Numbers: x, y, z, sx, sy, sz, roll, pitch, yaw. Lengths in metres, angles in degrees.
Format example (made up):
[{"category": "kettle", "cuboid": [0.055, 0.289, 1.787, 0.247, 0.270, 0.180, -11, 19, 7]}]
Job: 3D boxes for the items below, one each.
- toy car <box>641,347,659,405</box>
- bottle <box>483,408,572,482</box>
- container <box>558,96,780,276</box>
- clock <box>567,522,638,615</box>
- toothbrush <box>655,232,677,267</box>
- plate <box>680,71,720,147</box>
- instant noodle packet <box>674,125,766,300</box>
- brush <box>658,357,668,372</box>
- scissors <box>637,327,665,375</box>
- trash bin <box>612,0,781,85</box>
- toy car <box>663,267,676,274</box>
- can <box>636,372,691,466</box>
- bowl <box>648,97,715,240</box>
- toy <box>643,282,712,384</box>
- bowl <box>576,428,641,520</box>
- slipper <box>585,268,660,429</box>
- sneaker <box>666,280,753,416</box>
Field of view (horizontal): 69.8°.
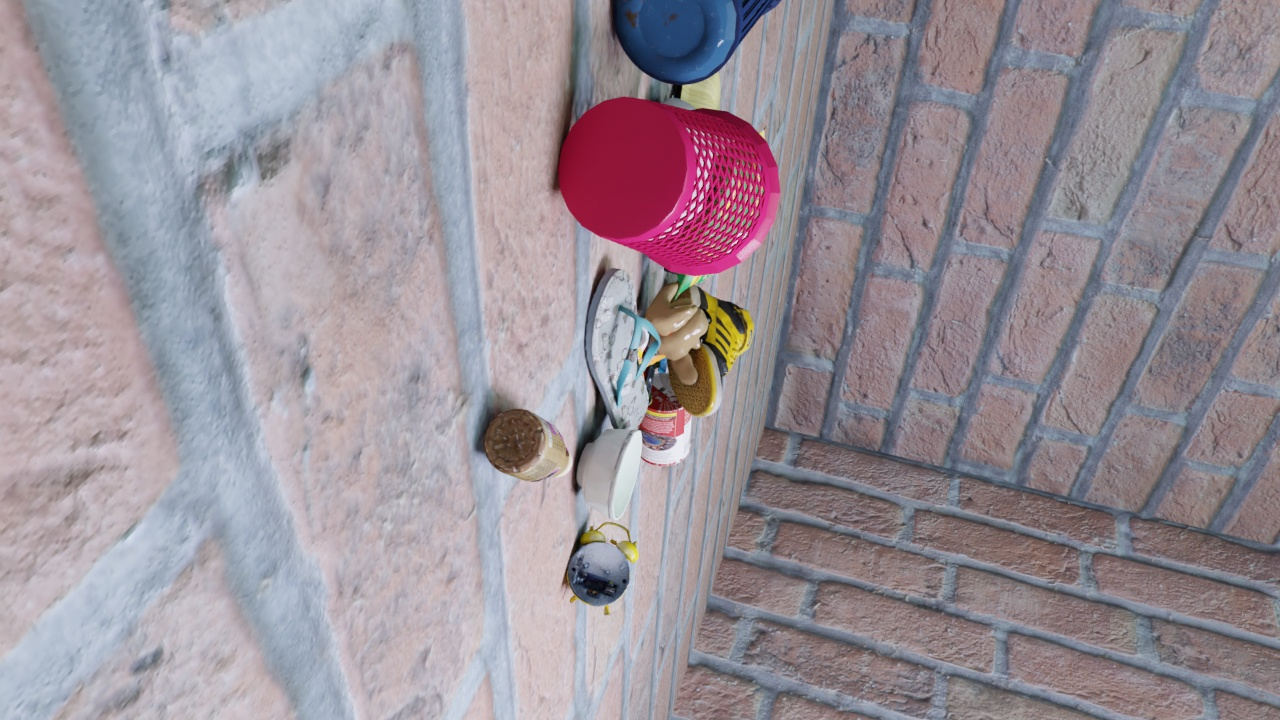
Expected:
[{"category": "toy car", "cuboid": [0.005, 0.025, 1.307, 0.042, 0.036, 0.091, 63, 42, -70]}, {"category": "bottle", "cuboid": [-0.098, 0.087, 0.873, 0.166, 0.060, 0.059, 55, 49, -75]}, {"category": "container", "cuboid": [0.024, -0.179, 0.919, 0.225, 0.183, 0.183, -12, 114, -68]}, {"category": "clock", "cuboid": [-0.049, 0.273, 1.218, 0.057, 0.083, 0.118, 80, 28, -72]}, {"category": "toothbrush", "cuboid": [0.063, -0.218, 1.345, 0.027, 0.027, 0.222, 119, -5, -51]}, {"category": "plate", "cuboid": [0.085, -0.339, 1.256, 0.184, 0.036, 0.184, 10, 89, -80]}, {"category": "instant noodle packet", "cuboid": [0.113, -0.210, 1.264, 0.196, 0.090, 0.252, -66, 175, 29]}, {"category": "brush", "cuboid": [0.065, -0.037, 1.465, 0.075, 0.055, 0.136, -50, 150, -74]}, {"category": "scissors", "cuboid": [-0.004, 0.000, 1.202, 0.125, 0.011, 0.128, -18, 126, -49]}, {"category": "trash bin", "cuboid": [0.070, -0.389, 0.955, 0.248, 0.139, 0.139, -60, 159, -48]}, {"category": "toy car", "cuboid": [0.066, -0.156, 1.370, 0.111, 0.046, 0.034, -59, 163, -60]}, {"category": "can", "cuboid": [0.034, 0.090, 1.388, 0.086, 0.087, 0.117, -63, 161, -47]}, {"category": "bowl", "cuboid": [0.048, -0.226, 1.125, 0.177, 0.066, 0.176, 90, 26, -45]}, {"category": "toy", "cuboid": [0.045, -0.048, 1.274, 0.134, 0.106, 0.108, 60, 2, 36]}, {"category": "bowl", "cuboid": [-0.043, 0.137, 1.156, 0.117, 0.061, 0.117, 15, 89, -77]}, {"category": "slipper", "cuboid": [-0.015, 0.008, 1.118, 0.098, 0.055, 0.269, -50, 150, -33]}, {"category": "sneaker", "cuboid": [0.110, -0.008, 1.364, 0.086, 0.122, 0.238, -43, -138, 40]}]
